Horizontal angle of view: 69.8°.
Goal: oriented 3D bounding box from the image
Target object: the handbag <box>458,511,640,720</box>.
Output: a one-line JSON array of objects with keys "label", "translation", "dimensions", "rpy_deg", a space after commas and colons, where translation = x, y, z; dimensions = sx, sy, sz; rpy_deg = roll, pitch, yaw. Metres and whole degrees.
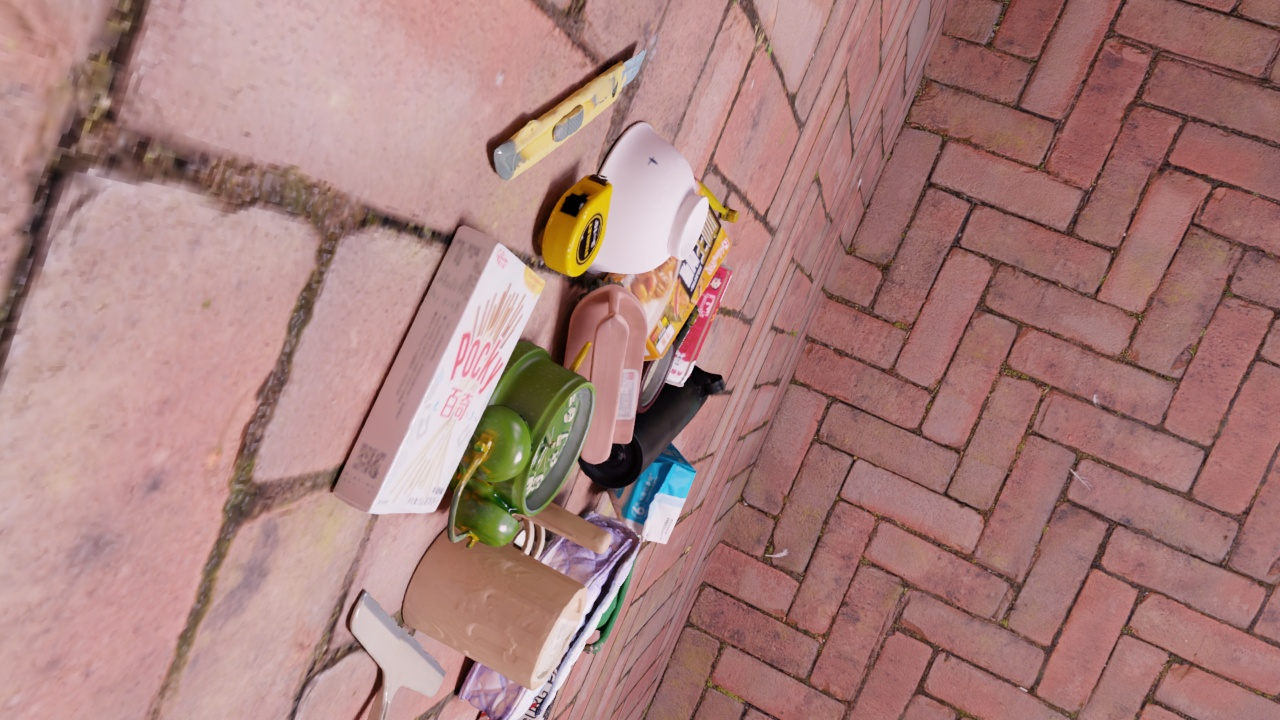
[{"label": "handbag", "translation": [-0.081, 0.244, 0.847], "dimensions": [0.194, 0.075, 0.134], "rpy_deg": [-60, 168, 21]}]

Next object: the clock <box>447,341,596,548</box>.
[{"label": "clock", "translation": [-0.085, 0.058, 0.616], "dimensions": [0.160, 0.056, 0.116], "rpy_deg": [-50, 158, -49]}]

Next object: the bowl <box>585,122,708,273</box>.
[{"label": "bowl", "translation": [0.011, -0.109, 0.678], "dimensions": [0.118, 0.065, 0.118], "rpy_deg": [-58, 163, -29]}]

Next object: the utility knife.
[{"label": "utility knife", "translation": [-0.039, -0.149, 0.542], "dimensions": [0.177, 0.019, 0.031], "rpy_deg": [-58, 171, -46]}]

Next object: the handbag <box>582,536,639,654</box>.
[{"label": "handbag", "translation": [-0.046, 0.242, 0.995], "dimensions": [0.132, 0.068, 0.120], "rpy_deg": [97, 6, -54]}]

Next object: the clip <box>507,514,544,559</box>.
[{"label": "clip", "translation": [-0.103, 0.162, 0.709], "dimensions": [0.097, 0.060, 0.034], "rpy_deg": [-63, 161, -9]}]

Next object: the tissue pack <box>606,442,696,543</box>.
[{"label": "tissue pack", "translation": [0.007, 0.133, 0.999], "dimensions": [0.140, 0.063, 0.090], "rpy_deg": [-133, -116, -75]}]

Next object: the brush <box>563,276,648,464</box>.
[{"label": "brush", "translation": [-0.028, 0.007, 0.701], "dimensions": [0.073, 0.063, 0.146], "rpy_deg": [-94, -168, -53]}]

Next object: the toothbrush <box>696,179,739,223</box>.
[{"label": "toothbrush", "translation": [0.078, -0.160, 0.941], "dimensions": [0.016, 0.016, 0.190], "rpy_deg": [-68, 166, 6]}]

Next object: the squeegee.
[{"label": "squeegee", "translation": [-0.170, 0.307, 0.604], "dimensions": [0.247, 0.039, 0.246], "rpy_deg": [89, -5, -61]}]

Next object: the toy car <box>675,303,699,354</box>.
[{"label": "toy car", "translation": [0.021, -0.026, 0.897], "dimensions": [0.091, 0.043, 0.036], "rpy_deg": [-60, -178, 8]}]

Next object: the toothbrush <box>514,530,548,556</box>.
[{"label": "toothbrush", "translation": [-0.104, 0.152, 0.785], "dimensions": [0.190, 0.020, 0.029], "rpy_deg": [74, 36, -68]}]

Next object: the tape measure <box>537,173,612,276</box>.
[{"label": "tape measure", "translation": [-0.044, -0.084, 0.589], "dimensions": [0.057, 0.029, 0.060], "rpy_deg": [-52, 161, -47]}]

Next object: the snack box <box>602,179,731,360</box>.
[{"label": "snack box", "translation": [0.023, -0.078, 0.772], "dimensions": [0.075, 0.026, 0.153], "rpy_deg": [56, 49, -29]}]

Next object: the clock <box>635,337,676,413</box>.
[{"label": "clock", "translation": [-0.005, 0.005, 0.824], "dimensions": [0.082, 0.055, 0.122], "rpy_deg": [-65, 163, -7]}]

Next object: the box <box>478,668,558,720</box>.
[{"label": "box", "translation": [-0.133, 0.387, 0.964], "dimensions": [0.077, 0.075, 0.163], "rpy_deg": [56, 56, -81]}]

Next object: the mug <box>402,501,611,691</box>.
[{"label": "mug", "translation": [-0.091, 0.156, 0.654], "dimensions": [0.124, 0.103, 0.084], "rpy_deg": [-61, 165, -18]}]

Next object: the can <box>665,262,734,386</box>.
[{"label": "can", "translation": [0.046, -0.043, 0.940], "dimensions": [0.133, 0.053, 0.053], "rpy_deg": [-68, 166, 7]}]

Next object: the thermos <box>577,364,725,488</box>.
[{"label": "thermos", "translation": [0.021, 0.054, 0.949], "dimensions": [0.068, 0.090, 0.241], "rpy_deg": [67, 25, -6]}]

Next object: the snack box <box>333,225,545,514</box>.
[{"label": "snack box", "translation": [-0.108, 0.010, 0.512], "dimensions": [0.156, 0.027, 0.084], "rpy_deg": [-64, 166, -3]}]
